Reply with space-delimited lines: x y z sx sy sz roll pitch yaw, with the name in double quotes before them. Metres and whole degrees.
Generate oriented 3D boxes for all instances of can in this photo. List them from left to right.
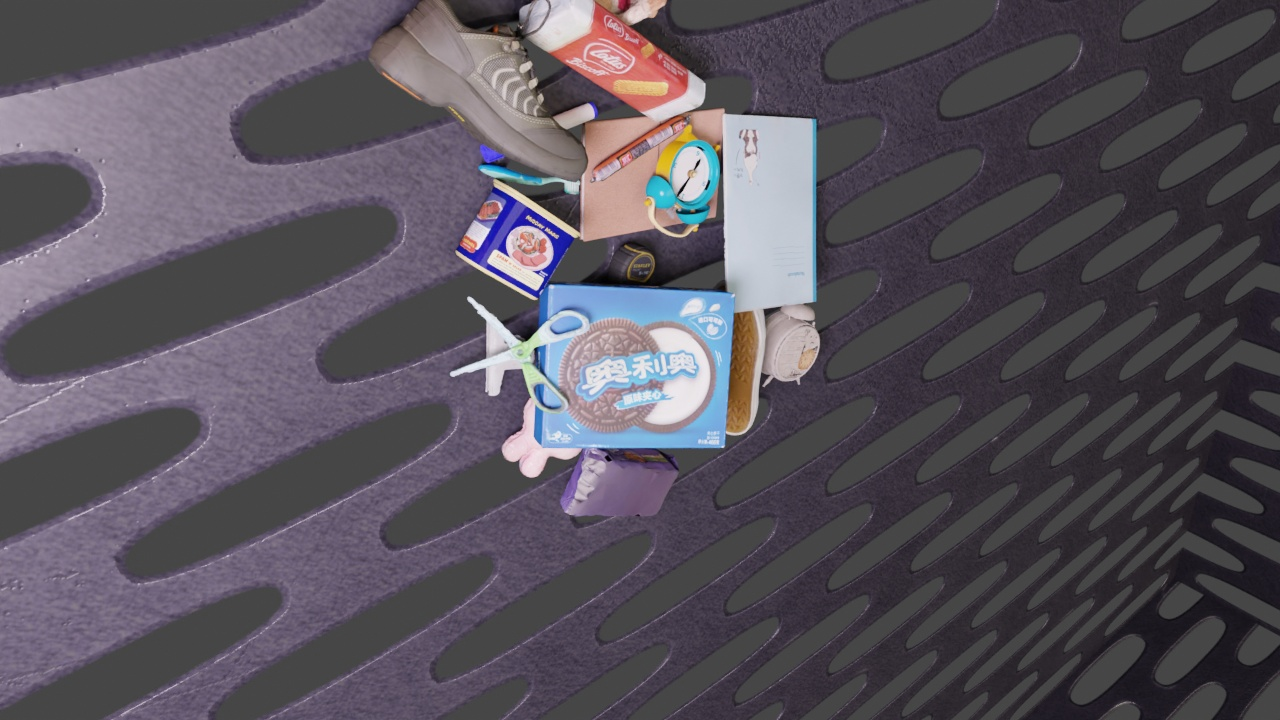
"can" -0.137 -0.132 1.023 0.116 0.056 0.092 29 94 -44

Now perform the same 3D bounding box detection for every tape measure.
"tape measure" -0.012 -0.117 1.149 0.061 0.034 0.061 -6 120 -48

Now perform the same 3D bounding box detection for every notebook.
"notebook" 0.016 -0.231 1.130 0.208 0.008 0.142 -16 122 -33
"notebook" 0.176 -0.197 1.227 0.180 0.009 0.253 -10 103 -39

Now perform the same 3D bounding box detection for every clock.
"clock" 0.054 -0.217 1.133 0.099 0.044 0.129 20 92 -44
"clock" 0.228 -0.036 1.372 0.103 0.061 0.157 -3 116 -39

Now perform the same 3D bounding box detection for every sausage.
"sausage" 0.000 -0.252 1.083 0.155 0.020 0.020 -37 131 -19

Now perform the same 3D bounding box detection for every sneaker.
"sneaker" -0.133 -0.287 0.910 0.237 0.101 0.143 30 92 -31
"sneaker" 0.143 -0.011 1.309 0.079 0.087 0.236 -48 140 -56

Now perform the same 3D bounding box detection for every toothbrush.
"toothbrush" -0.121 -0.202 1.024 0.135 0.022 0.017 1 88 -41

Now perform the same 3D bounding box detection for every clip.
"clip" -0.155 -0.006 1.090 0.055 0.045 0.102 -7 118 -23

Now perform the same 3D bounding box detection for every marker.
"marker" -0.110 -0.251 1.008 0.141 0.020 0.020 -29 128 -25

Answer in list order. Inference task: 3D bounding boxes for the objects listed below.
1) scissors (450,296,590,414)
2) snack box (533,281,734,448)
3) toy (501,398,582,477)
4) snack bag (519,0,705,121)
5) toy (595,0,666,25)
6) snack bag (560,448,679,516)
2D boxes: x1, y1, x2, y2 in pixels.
"scissors" -0.134 -0.013 1.053 0.172 0.023 0.171 -39 97 10
"snack box" -0.007 0.007 1.119 0.238 0.056 0.195 1 97 -16
"toy" -0.123 0.098 1.162 0.105 0.053 0.108 -43 131 -4
"snack bag" -0.025 -0.325 0.988 0.225 0.078 0.041 16 69 -48
"toy" -0.036 -0.391 0.966 0.106 0.074 0.085 -21 102 -5
"snack bag" -0.024 0.166 1.250 0.205 0.058 0.096 13 106 -56
